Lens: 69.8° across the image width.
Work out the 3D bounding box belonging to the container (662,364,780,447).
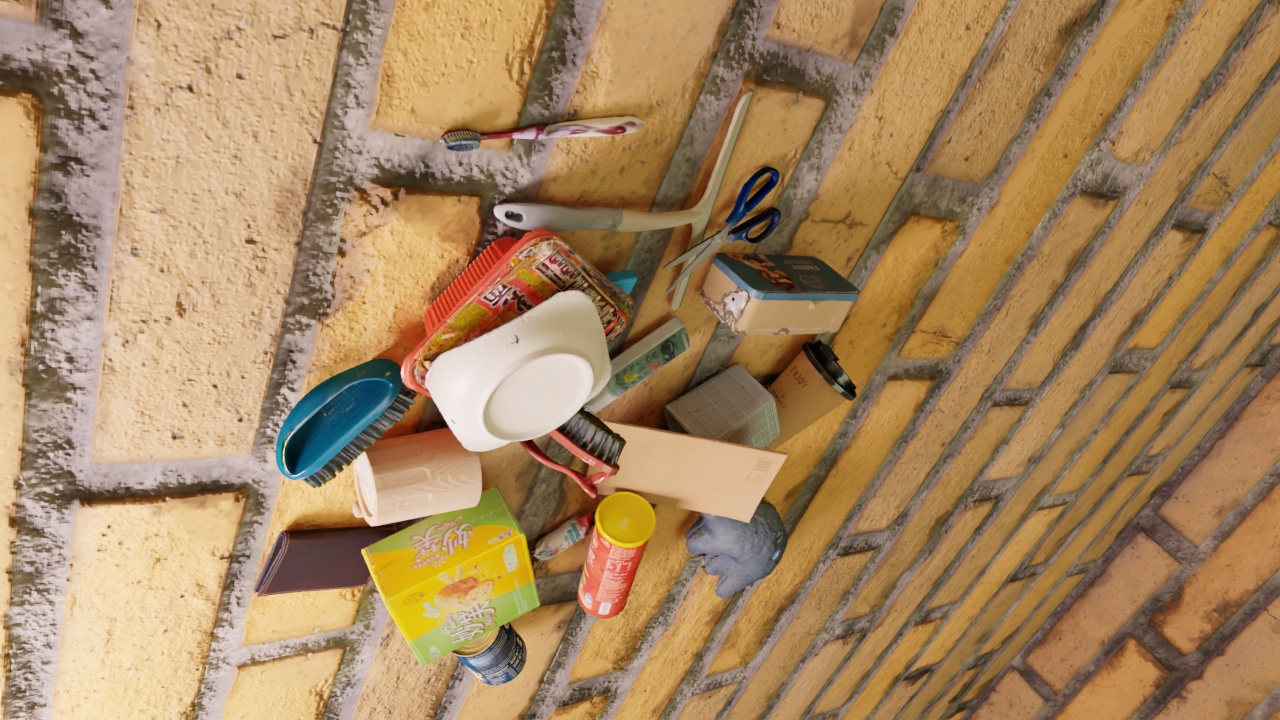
[{"bbox_3d":[0.102,0.075,1.107,0.111,0.090,0.090,-32,141,-12],"label":"container"}]

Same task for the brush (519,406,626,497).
[{"bbox_3d":[-0.073,0.081,0.929,0.063,0.146,0.069,26,95,-48],"label":"brush"}]

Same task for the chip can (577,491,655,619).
[{"bbox_3d":[-0.033,0.250,1.152,0.073,0.073,0.217,-18,146,-24],"label":"chip can"}]

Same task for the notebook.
[{"bbox_3d":[0.047,0.130,1.063,0.211,0.012,0.150,11,140,-6],"label":"notebook"}]

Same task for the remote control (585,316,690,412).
[{"bbox_3d":[-0.006,0.006,1.003,0.135,0.019,0.056,-35,153,-6],"label":"remote control"}]

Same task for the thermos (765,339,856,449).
[{"bbox_3d":[0.202,0.045,1.162,0.143,0.093,0.093,-43,141,17],"label":"thermos"}]

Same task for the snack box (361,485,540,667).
[{"bbox_3d":[-0.202,0.244,1.022,0.157,0.070,0.210,-25,147,-17],"label":"snack box"}]

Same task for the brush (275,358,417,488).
[{"bbox_3d":[-0.271,0.051,0.819,0.144,0.055,0.073,-42,141,3],"label":"brush"}]

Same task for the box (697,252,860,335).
[{"bbox_3d":[0.158,-0.073,1.010,0.184,0.090,0.059,-6,129,-37],"label":"box"}]

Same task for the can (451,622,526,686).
[{"bbox_3d":[-0.193,0.355,1.152,0.075,0.075,0.111,-32,141,-10],"label":"can"}]

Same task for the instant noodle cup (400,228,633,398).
[{"bbox_3d":[-0.117,-0.032,0.842,0.189,0.079,0.164,-45,140,6],"label":"instant noodle cup"}]

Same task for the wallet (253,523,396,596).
[{"bbox_3d":[-0.326,0.208,0.955,0.122,0.020,0.097,6,128,-43],"label":"wallet"}]

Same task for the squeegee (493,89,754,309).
[{"bbox_3d":[-0.017,-0.135,0.853,0.246,0.039,0.247,-7,131,-33],"label":"squeegee"}]

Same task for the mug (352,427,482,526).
[{"bbox_3d":[-0.227,0.121,0.913,0.103,0.084,0.125,-8,158,-31],"label":"mug"}]

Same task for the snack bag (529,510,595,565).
[{"bbox_3d":[-0.098,0.221,1.137,0.105,0.026,0.045,-31,156,-11],"label":"snack bag"}]

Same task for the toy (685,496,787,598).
[{"bbox_3d":[0.139,0.253,1.315,0.138,0.091,0.357,-12,140,10],"label":"toy"}]

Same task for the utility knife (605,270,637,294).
[{"bbox_3d":[-0.048,-0.027,0.935,0.034,0.018,0.167,-3,139,-33],"label":"utility knife"}]

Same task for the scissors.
[{"bbox_3d":[0.087,-0.136,0.930,0.169,0.012,0.147,-11,128,-45],"label":"scissors"}]

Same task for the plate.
[{"bbox_3d":[-0.097,0.023,0.824,0.164,0.034,0.164,-29,145,-10],"label":"plate"}]

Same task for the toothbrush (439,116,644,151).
[{"bbox_3d":[-0.077,-0.190,0.770,0.187,0.017,0.016,-12,134,-28],"label":"toothbrush"}]
